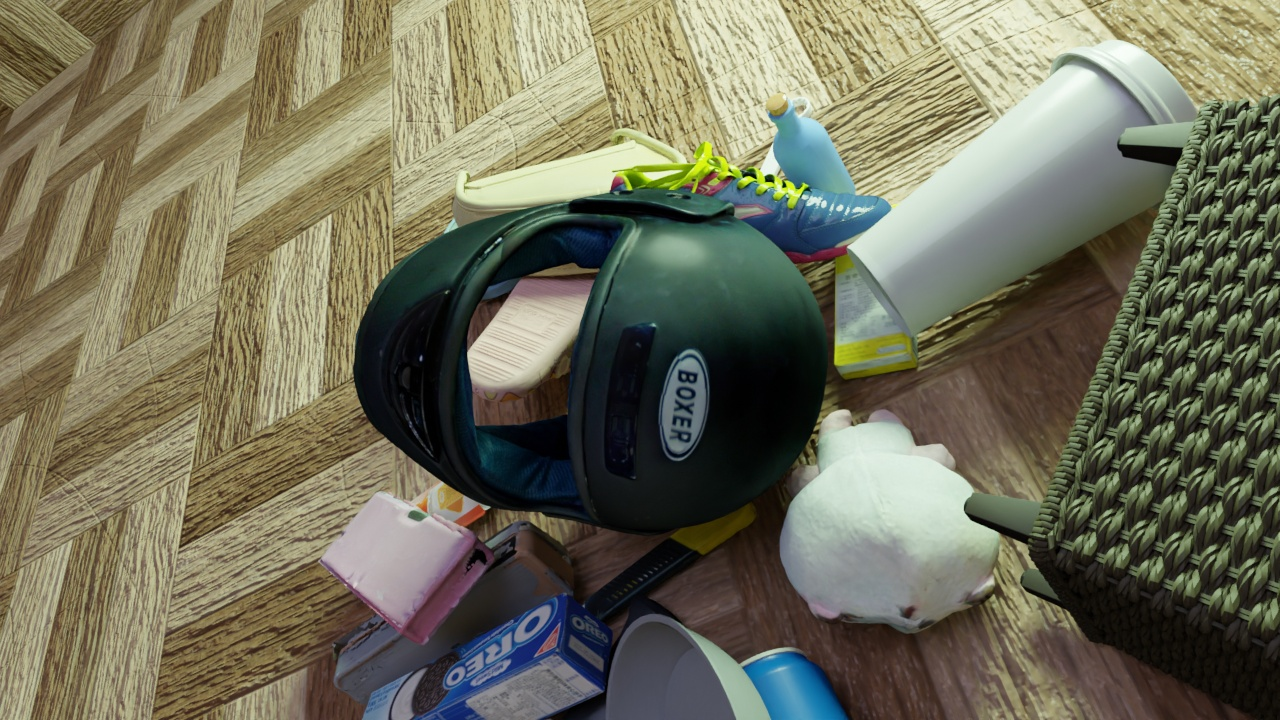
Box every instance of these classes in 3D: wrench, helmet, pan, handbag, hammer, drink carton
[{"bbox_3d":[0.105,-0.142,0.873,0.047,0.009,0.273,11,68,39],"label":"wrench"},{"bbox_3d":[-0.004,0.004,0.644,0.236,0.315,0.249,16,103,38],"label":"helmet"},{"bbox_3d":[0.038,0.332,0.541,0.201,0.050,0.356,144,122,-60],"label":"pan"},{"bbox_3d":[-0.071,-0.155,0.913,0.233,0.089,0.190,-14,36,-4],"label":"handbag"},{"bbox_3d":[-0.074,0.313,0.677,0.139,0.035,0.312,26,77,41],"label":"hammer"},{"bbox_3d":[-0.198,0.148,0.877,0.122,0.039,0.069,-36,47,18],"label":"drink carton"}]

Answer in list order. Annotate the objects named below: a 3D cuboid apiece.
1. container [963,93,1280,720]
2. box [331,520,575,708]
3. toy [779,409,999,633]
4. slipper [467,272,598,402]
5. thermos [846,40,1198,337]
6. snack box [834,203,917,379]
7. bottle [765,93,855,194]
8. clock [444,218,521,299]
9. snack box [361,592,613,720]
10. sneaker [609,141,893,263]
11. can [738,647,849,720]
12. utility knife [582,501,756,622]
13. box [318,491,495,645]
[{"bbox_3d":[0.337,0.021,0.493,0.205,0.176,0.320,14,70,44],"label":"container"},{"bbox_3d":[-0.156,0.218,0.764,0.216,0.081,0.062,-35,31,11],"label":"box"},{"bbox_3d":[0.159,0.097,0.621,0.139,0.101,0.179,-14,36,12],"label":"toy"},{"bbox_3d":[-0.092,-0.018,0.881,0.093,0.082,0.196,16,47,20],"label":"slipper"},{"bbox_3d":[0.264,-0.113,0.654,0.222,0.131,0.131,-35,47,9],"label":"thermos"},{"bbox_3d":[0.191,-0.058,0.745,0.061,0.025,0.148,-11,55,29],"label":"snack box"},{"bbox_3d":[0.141,-0.178,0.786,0.048,0.131,0.048,-18,52,24],"label":"bottle"},{"bbox_3d":[-0.153,-0.140,1.017,0.162,0.060,0.118,-48,44,-8],"label":"clock"},{"bbox_3d":[-0.124,0.255,0.703,0.227,0.059,0.059,-32,25,26],"label":"snack box"},{"bbox_3d":[0.083,-0.130,0.755,0.242,0.091,0.116,1,30,25],"label":"sneaker"},{"bbox_3d":[0.103,0.258,0.558,0.079,0.079,0.146,-36,47,10],"label":"can"},{"bbox_3d":[0.001,0.171,0.728,0.213,0.020,0.028,-36,45,8],"label":"utility knife"},{"bbox_3d":[-0.205,0.167,0.775,0.098,0.037,0.233,-48,26,-20],"label":"box"}]
